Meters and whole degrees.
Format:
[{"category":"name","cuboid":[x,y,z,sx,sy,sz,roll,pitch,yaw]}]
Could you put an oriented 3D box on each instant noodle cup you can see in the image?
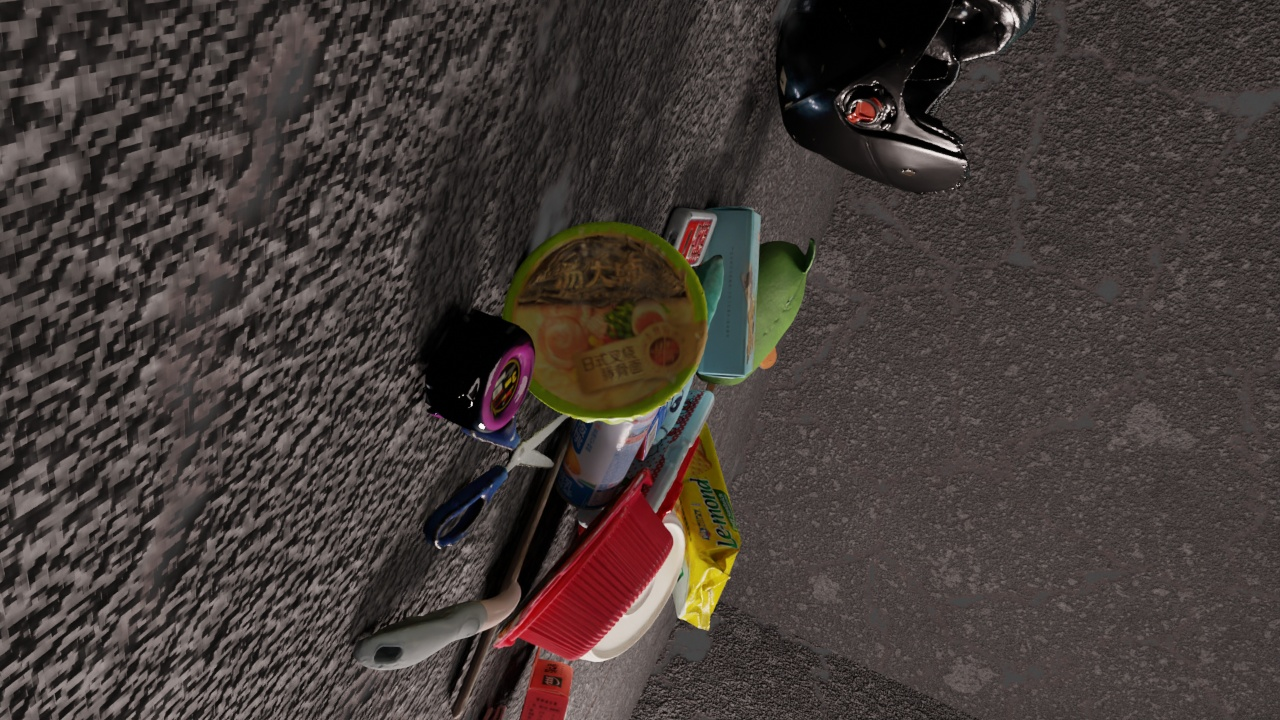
[{"category":"instant noodle cup","cuboid":[-0.019,-0.010,0.553,0.123,0.112,0.111,91,23,-79]},{"category":"instant noodle cup","cuboid":[-0.037,0.183,0.776,0.194,0.066,0.194,-48,178,-2]}]

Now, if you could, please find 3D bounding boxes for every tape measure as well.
[{"category":"tape measure","cuboid":[-0.080,0.005,0.450,0.058,0.039,0.057,80,34,-61]}]

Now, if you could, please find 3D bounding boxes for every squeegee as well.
[{"category":"squeegee","cuboid":[-0.114,0.165,0.606,0.249,0.040,0.247,12,101,-78]}]

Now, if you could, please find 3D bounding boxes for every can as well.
[{"category":"can","cuboid":[-0.026,0.059,0.713,0.053,0.053,0.135,-56,174,-45]}]

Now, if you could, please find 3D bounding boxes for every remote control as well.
[{"category":"remote control","cuboid":[0.045,-0.113,0.852,0.135,0.020,0.056,-26,136,-73]}]

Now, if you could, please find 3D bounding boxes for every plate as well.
[{"category":"plate","cuboid":[-0.018,0.245,1.019,0.204,0.045,0.205,-35,139,-38]}]

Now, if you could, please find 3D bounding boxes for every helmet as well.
[{"category":"helmet","cuboid":[0.245,-0.302,0.891,0.233,0.230,0.275,-64,161,-20]}]

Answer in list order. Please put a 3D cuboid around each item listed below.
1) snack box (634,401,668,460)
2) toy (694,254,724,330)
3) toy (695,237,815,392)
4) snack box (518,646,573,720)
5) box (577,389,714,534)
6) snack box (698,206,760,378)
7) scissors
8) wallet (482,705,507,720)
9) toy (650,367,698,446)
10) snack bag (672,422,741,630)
[{"category":"snack box","cuboid":[-0.004,0.004,0.749,0.208,0.058,0.057,96,20,-56]},{"category":"toy","cuboid":[0.039,-0.032,0.668,0.096,0.030,0.091,79,36,-75]},{"category":"toy","cuboid":[0.116,-0.044,1.081,0.246,0.090,0.227,-50,144,-8]},{"category":"snack box","cuboid":[-0.099,0.358,0.927,0.113,0.044,0.127,118,-14,-86]},{"category":"box","cuboid":[0.017,0.109,0.943,0.099,0.095,0.200,-32,-160,46]},{"category":"snack box","cuboid":[0.093,-0.071,0.955,0.074,0.052,0.175,-19,112,-75]},{"category":"scissors","cuboid":[-0.086,0.065,0.582,0.162,0.012,0.163,-58,161,-27]},{"category":"wallet","cuboid":[-0.153,0.395,0.870,0.130,0.037,0.106,101,16,-46]},{"category":"toy","cuboid":[0.030,0.004,0.927,0.156,0.050,0.161,-10,107,-68]},{"category":"snack bag","cuboid":[0.067,0.193,1.153,0.158,0.068,0.246,99,-17,-50]}]
